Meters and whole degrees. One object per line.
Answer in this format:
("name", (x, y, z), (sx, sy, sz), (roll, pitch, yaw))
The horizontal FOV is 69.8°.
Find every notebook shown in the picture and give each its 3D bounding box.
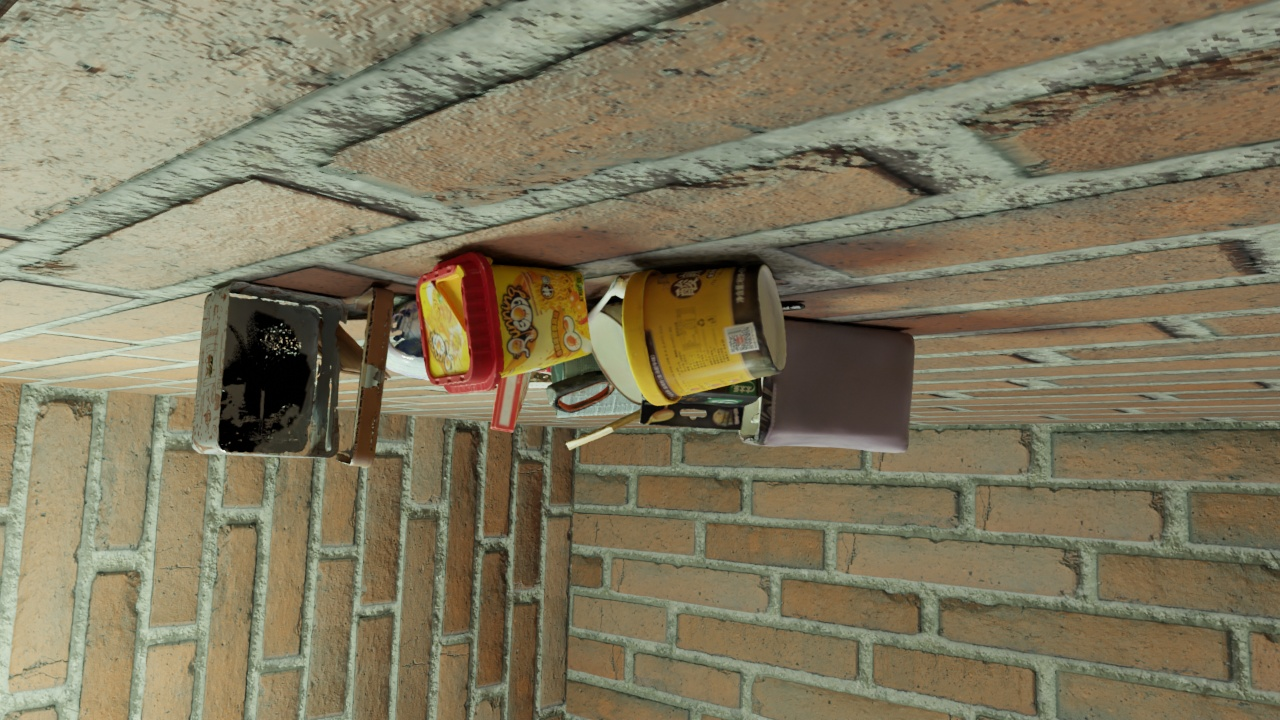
("notebook", (0.034, 0.042, 0.987), (0.211, 0.012, 0.150), (-24, 178, -24))

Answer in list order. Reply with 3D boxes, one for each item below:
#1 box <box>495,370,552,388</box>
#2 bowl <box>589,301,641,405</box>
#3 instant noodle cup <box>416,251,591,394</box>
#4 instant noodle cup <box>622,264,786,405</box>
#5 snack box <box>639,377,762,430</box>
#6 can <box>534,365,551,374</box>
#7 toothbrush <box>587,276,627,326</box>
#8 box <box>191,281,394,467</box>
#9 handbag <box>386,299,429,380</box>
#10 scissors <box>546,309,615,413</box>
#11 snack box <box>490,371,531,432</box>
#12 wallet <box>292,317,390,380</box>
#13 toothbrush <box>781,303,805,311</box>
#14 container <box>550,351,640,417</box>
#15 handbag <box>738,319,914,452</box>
("box", (-0.150, 0.011, 1.353), (0.184, 0.059, 0.090), (2, 173, 12))
("bowl", (-0.001, -0.016, 0.966), (0.062, 0.113, 0.114), (-34, -171, -24))
("instant noodle cup", (-0.117, -0.034, 0.803), (0.123, 0.116, 0.116), (-7, 180, -37))
("instant noodle cup", (0.058, -0.027, 0.783), (0.115, 0.118, 0.118), (-8, 170, 21))
("snack box", (0.057, -0.001, 0.898), (0.113, 0.125, 0.053), (4, 162, -20))
("can", (-0.098, -0.004, 1.224), (0.053, 0.053, 0.132), (-2, 172, 28))
("toothbrush", (-0.042, -0.047, 0.913), (0.016, 0.016, 0.180), (26, 159, -10))
("box", (-0.338, 0.016, 0.927), (0.156, 0.183, 0.194), (7, 171, -41))
("handbag", (-0.231, -0.018, 1.051), (0.134, 0.075, 0.194), (9, 170, -19))
("scissors", (-0.012, -0.011, 1.032), (0.222, 0.021, 0.211), (-36, 124, 9))
("snack box", (-0.136, 0.017, 1.003), (0.025, 0.075, 0.152), (11, -164, -4))
("wallet", (-0.361, -0.017, 1.091), (0.115, 0.020, 0.101), (40, -175, 18))
("toothbrush", (0.085, -0.050, 0.967), (0.181, 0.018, 0.015), (-3, 169, 26))
("container", (-0.047, 0.012, 1.111), (0.111, 0.090, 0.090), (1, 136, -13))
("handbag", (0.212, 0.032, 1.068), (0.196, 0.145, 0.099), (5, 170, -19))
